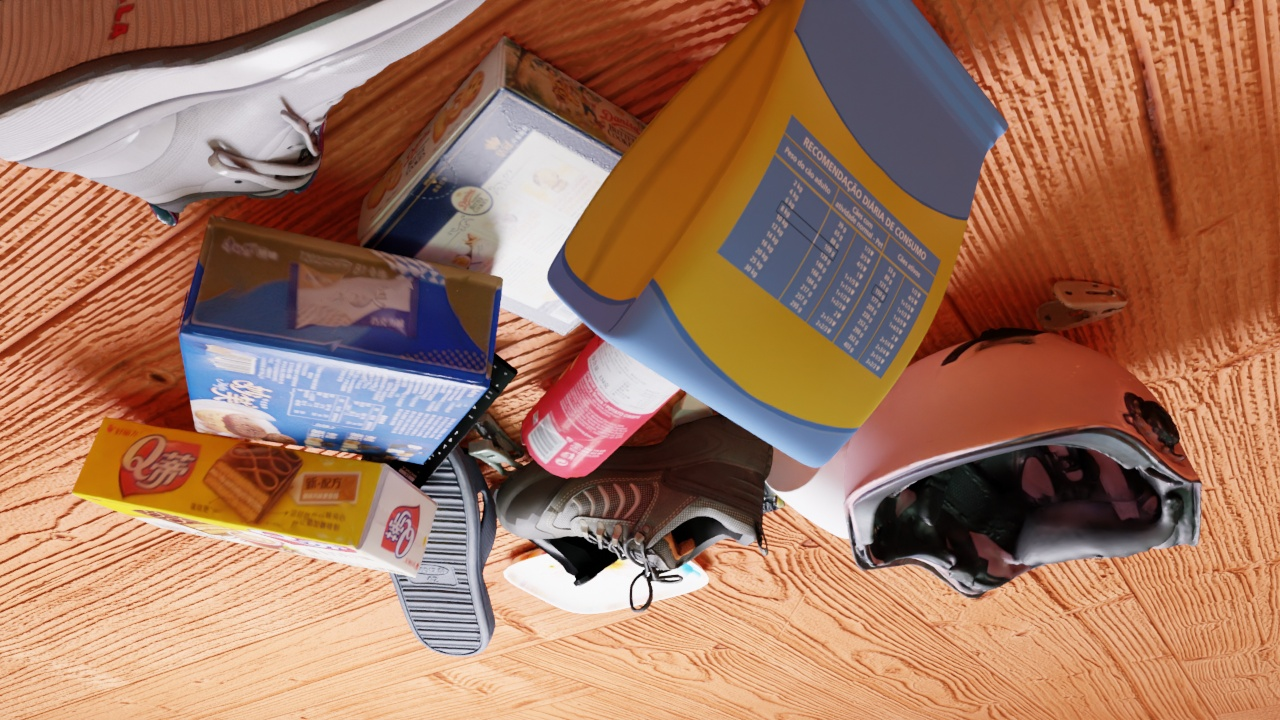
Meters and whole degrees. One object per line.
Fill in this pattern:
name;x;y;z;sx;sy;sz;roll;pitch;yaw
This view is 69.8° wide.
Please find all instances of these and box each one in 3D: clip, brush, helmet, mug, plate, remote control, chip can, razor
clip;-0.116;0.079;0.746;0.023;0.049;0.078;-11;139;14
brush;0.048;0.003;0.680;0.033;0.012;0.218;1;144;-6
helmet;0.261;0.064;0.660;0.255;0.152;0.231;20;145;-32
mug;0.165;0.082;0.759;0.087;0.081;0.114;32;102;-32
clip;0.303;-0.035;0.635;0.060;0.024;0.040;4;145;-17
plate;-0.035;0.228;0.993;0.187;0.016;0.187;-19;143;22
remote control;-0.142;0.046;0.682;0.030;0.009;0.140;39;115;-8
chip can;-0.004;0.004;0.621;0.073;0.073;0.234;15;142;-25
razor;-0.085;0.159;0.860;0.057;0.060;0.156;-33;117;23

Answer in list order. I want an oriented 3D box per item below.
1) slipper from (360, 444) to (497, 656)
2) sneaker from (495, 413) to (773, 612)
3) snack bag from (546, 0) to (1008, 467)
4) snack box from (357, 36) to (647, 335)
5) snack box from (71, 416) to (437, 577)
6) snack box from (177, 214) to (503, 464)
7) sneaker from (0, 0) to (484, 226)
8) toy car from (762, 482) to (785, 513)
slipper;-0.173;0.145;0.796;0.101;0.082;0.264;2;124;7
sneaker;-0.001;0.141;0.734;0.238;0.142;0.101;-15;149;18
snack bag;0.079;-0.073;0.443;0.159;0.102;0.205;32;97;-35
snack box;-0.057;-0.086;0.510;0.145;0.042;0.145;24;137;-34
snack box;-0.281;0.102;0.682;0.230;0.061;0.110;8;158;12
snack box;-0.186;0.001;0.559;0.155;0.069;0.203;10;158;-20
sneaker;-0.163;-0.126;0.410;0.263;0.096;0.128;-15;156;15
toy car;0.096;0.102;0.809;0.049;0.030;0.107;-11;134;12
